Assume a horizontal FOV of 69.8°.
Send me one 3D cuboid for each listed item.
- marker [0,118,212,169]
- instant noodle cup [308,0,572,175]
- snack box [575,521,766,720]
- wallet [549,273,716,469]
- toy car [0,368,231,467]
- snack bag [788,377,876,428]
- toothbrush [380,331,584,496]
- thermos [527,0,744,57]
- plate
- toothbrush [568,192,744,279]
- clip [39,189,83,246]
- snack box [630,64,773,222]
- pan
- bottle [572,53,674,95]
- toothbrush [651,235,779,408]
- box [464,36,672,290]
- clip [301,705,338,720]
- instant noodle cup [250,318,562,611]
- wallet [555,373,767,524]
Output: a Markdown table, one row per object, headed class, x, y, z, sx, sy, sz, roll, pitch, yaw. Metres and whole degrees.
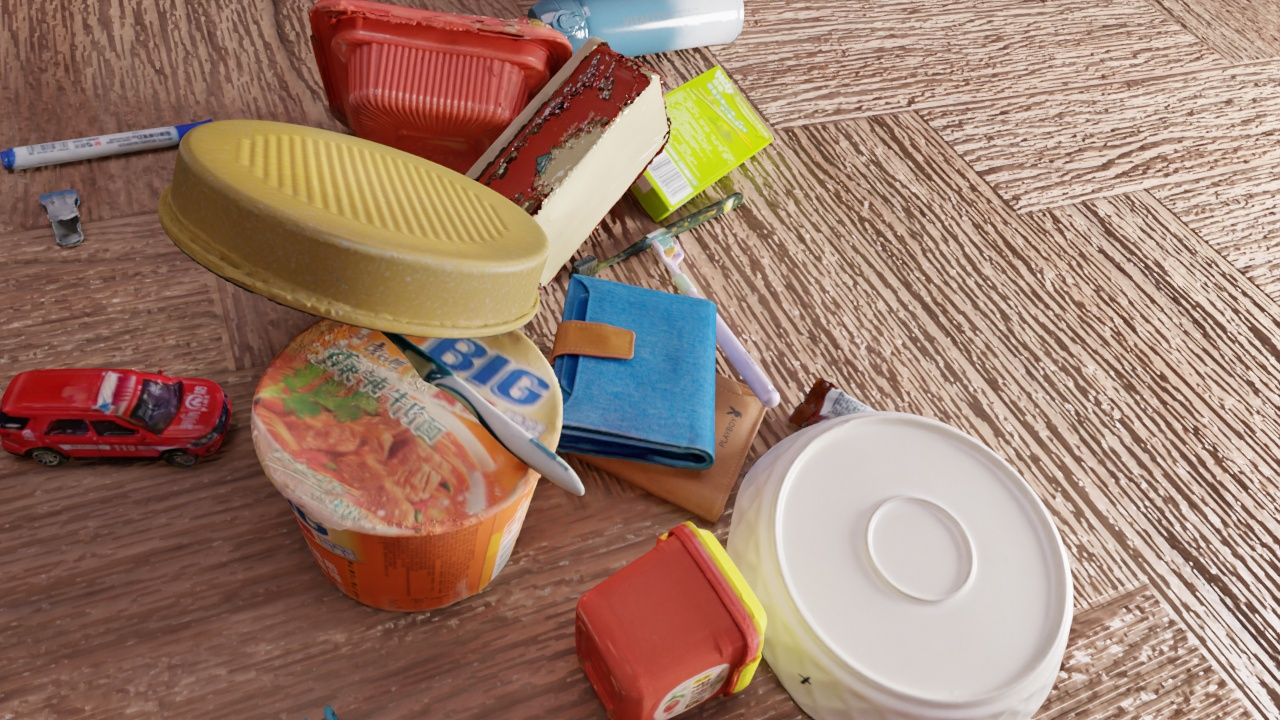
| class | x | y | z | sx | sy | sz | roll | pitch | yaw |
| --- | --- | --- | --- | --- | --- | --- | --- | --- | --- |
| marker | -0.400 | -0.164 | 0.696 | 0.145 | 0.017 | 0.017 | -17 | 54 | -24 |
| instant noodle cup | -0.151 | -0.189 | 0.691 | 0.189 | 0.165 | 0.079 | 6 | 71 | -6 |
| snack box | 0.011 | 0.139 | 0.467 | 0.080 | 0.091 | 0.082 | -23 | 57 | -20 |
| wallet | -0.003 | 0.003 | 0.578 | 0.106 | 0.040 | 0.132 | 11 | 46 | -5 |
| toy car | -0.301 | 0.031 | 0.527 | 0.120 | 0.045 | 0.052 | 2 | 50 | -13 |
| snack bag | 0.155 | 0.050 | 0.616 | 0.105 | 0.026 | 0.045 | 30 | 64 | 15 |
| toothbrush | -0.101 | 0.010 | 0.453 | 0.191 | 0.016 | 0.018 | 36 | 61 | 19 |
| thermos | -0.004 | -0.329 | 0.893 | 0.220 | 0.070 | 0.070 | -17 | 55 | -25 |
| plate | 0.153 | 0.115 | 0.528 | 0.205 | 0.046 | 0.204 | 4 | 57 | -7 |
| toothbrush | 0.017 | -0.102 | 0.728 | 0.185 | 0.017 | 0.012 | -29 | 58 | -32 |
| clip | -0.404 | -0.105 | 0.640 | 0.024 | 0.028 | 0.056 | -16 | 44 | -26 |
| snack box | 0.041 | -0.188 | 0.781 | 0.156 | 0.026 | 0.086 | -40 | 95 | -36 |
| pan | -0.175 | -0.094 | 0.560 | 0.197 | 0.078 | 0.357 | 12 | 22 | -26 |
| bottle | -0.019 | -0.232 | 0.807 | 0.108 | 0.063 | 0.063 | 5 | 47 | -27 |
| toothbrush | 0.052 | -0.031 | 0.653 | 0.029 | 0.021 | 0.189 | 11 | 33 | -34 |
| box | -0.047 | -0.138 | 0.660 | 0.078 | 0.091 | 0.168 | 34 | 78 | 20 |
| clip | -0.144 | 0.192 | 0.438 | 0.041 | 0.014 | 0.056 | -21 | 58 | -28 |
| instant noodle cup | -0.122 | 0.057 | 0.494 | 0.151 | 0.112 | 0.151 | 6 | 48 | -7 |
| wallet | 0.009 | 0.036 | 0.597 | 0.132 | 0.031 | 0.107 | 25 | 50 | 8 |
